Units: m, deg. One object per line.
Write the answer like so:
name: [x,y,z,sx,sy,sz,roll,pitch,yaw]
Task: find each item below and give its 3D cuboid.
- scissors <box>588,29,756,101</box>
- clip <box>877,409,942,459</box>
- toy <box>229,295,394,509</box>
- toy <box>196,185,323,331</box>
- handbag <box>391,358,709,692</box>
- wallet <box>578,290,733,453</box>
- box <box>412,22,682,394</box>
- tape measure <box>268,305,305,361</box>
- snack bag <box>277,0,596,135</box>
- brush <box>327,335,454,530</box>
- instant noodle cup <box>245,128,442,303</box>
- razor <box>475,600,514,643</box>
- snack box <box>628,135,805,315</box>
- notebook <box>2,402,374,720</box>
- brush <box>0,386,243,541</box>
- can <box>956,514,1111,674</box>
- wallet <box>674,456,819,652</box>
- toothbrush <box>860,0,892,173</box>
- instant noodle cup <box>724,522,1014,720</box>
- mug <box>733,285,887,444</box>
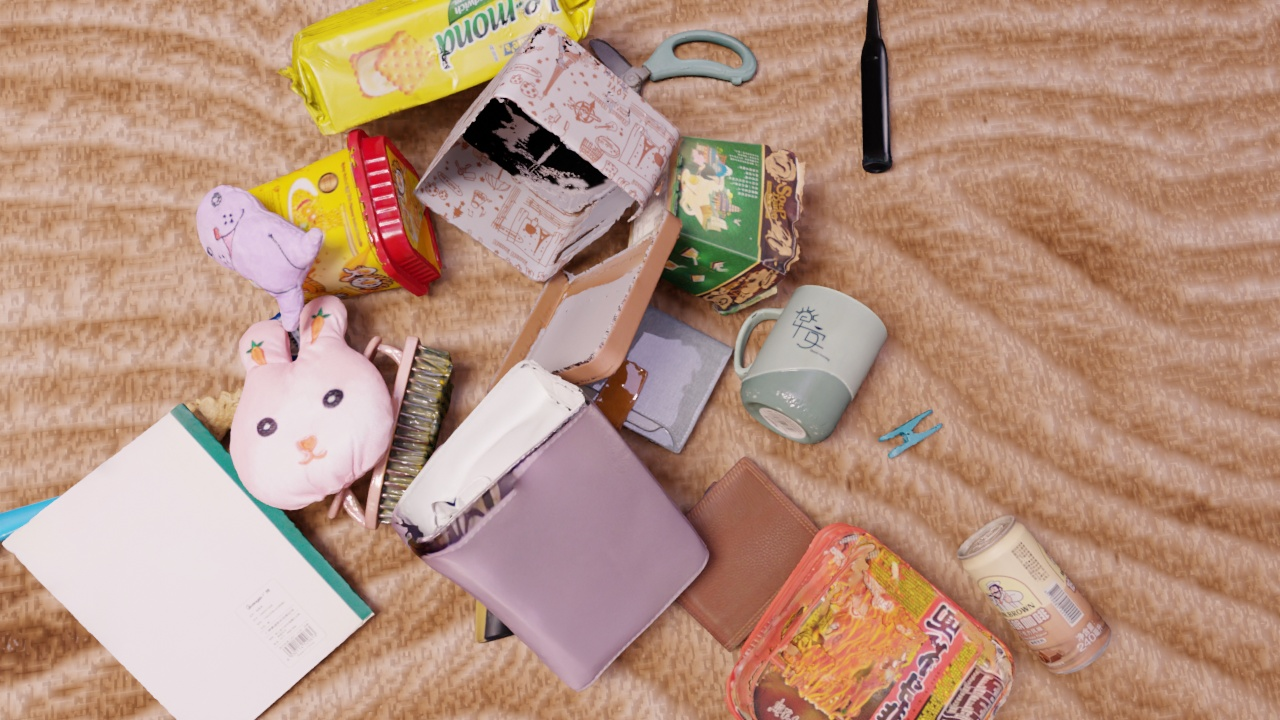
scissors: [0.035,-0.239,0.813,0.181,0.019,0.170,-37,82,-12]
clip: [0.226,0.061,0.766,0.056,0.014,0.045,-30,80,-11]
toy: [-0.243,0.027,0.664,0.121,0.054,0.159,-25,64,0]
toy: [-0.270,-0.079,0.646,0.108,0.038,0.084,31,116,14]
handbag: [-0.058,0.117,0.630,0.144,0.098,0.197,-49,131,-17]
wallet: [-0.004,0.004,0.742,0.130,0.037,0.106,28,75,1]
box: [-0.085,-0.096,0.661,0.157,0.181,0.197,34,63,-22]
tape measure: [-0.267,-0.015,0.724,0.054,0.025,0.058,-36,87,-15]
snack bag: [-0.163,-0.255,0.723,0.246,0.158,0.068,-23,120,-11]
brush: [-0.190,0.056,0.698,0.073,0.063,0.145,13,78,-7]
instant noodle cup: [-0.233,-0.101,0.709,0.124,0.116,0.116,-15,80,2]
razor: [-0.104,0.131,0.699,0.068,0.062,0.167,2,81,25]
snack box: [0.052,-0.113,0.722,0.105,0.118,0.118,13,73,-23]
notebook: [-0.318,0.157,0.658,0.150,0.012,0.209,-41,96,-10]
brush: [-0.387,0.092,0.671,0.254,0.046,0.083,-22,84,-16]
can: [0.309,0.184,0.723,0.058,0.058,0.116,-38,83,-13]
wallet: [0.075,0.150,0.722,0.124,0.032,0.101,-43,82,-14]
toothbrush: [0.212,-0.274,0.836,0.026,0.027,0.212,-9,73,38]
instant noodle cup: [0.161,0.231,0.679,0.189,0.079,0.164,40,76,-5]
mug: [0.124,0.001,0.740,0.112,0.082,0.106,24,74,31]
